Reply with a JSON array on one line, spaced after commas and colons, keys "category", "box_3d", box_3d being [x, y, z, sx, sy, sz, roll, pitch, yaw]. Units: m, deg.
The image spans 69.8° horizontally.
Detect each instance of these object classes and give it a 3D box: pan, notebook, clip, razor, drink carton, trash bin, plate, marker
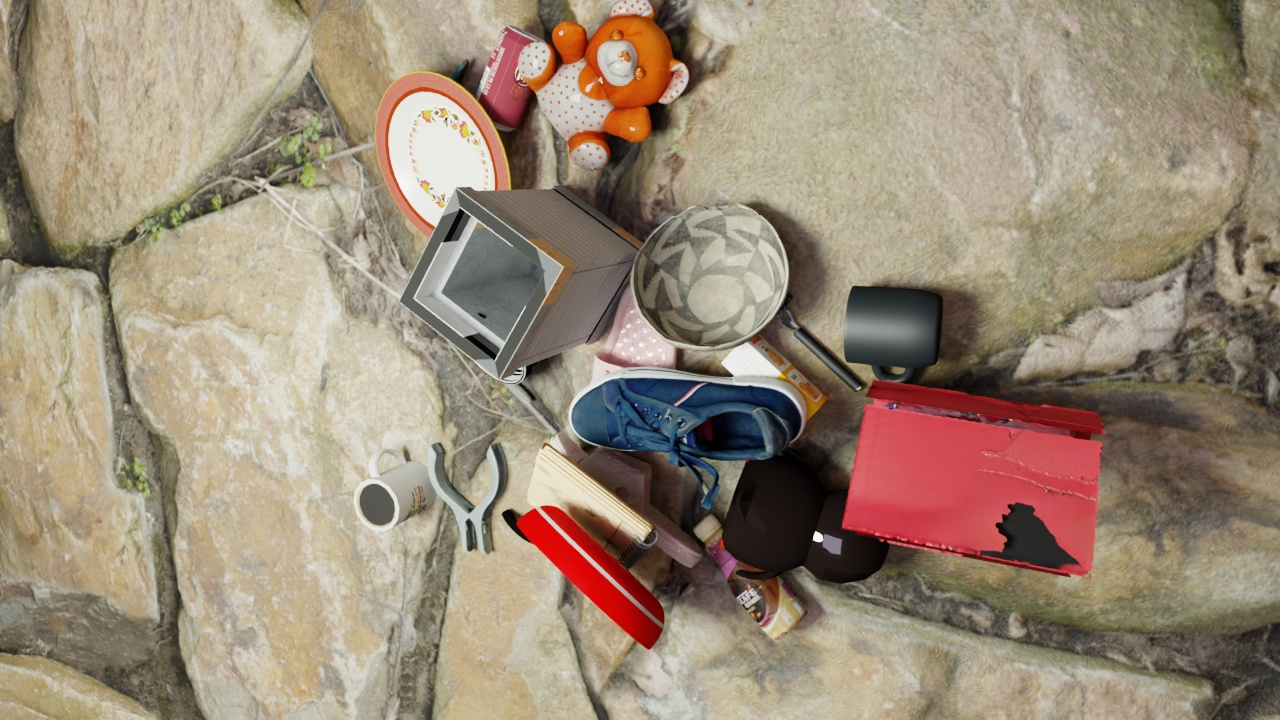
[{"category": "pan", "box_3d": [-0.090, 0.232, 1.119, 0.067, 0.356, 0.209, -47, 118, -10]}, {"category": "notebook", "box_3d": [-0.065, 0.187, 1.118, 0.167, 0.024, 0.226, 37, 157, 5]}, {"category": "clip", "box_3d": [-0.211, 0.180, 1.263, 0.159, 0.030, 0.174, -20, 93, 26]}, {"category": "razor", "box_3d": [0.201, -0.017, 1.060, 0.042, 0.022, 0.144, -43, 86, -16]}, {"category": "drink carton", "box_3d": [0.154, 0.021, 1.064, 0.122, 0.058, 0.040, 44, 113, 9]}, {"category": "trash bin", "box_3d": [-0.121, -0.099, 1.049, 0.142, 0.246, 0.143, 37, 111, 11]}, {"category": "plate", "box_3d": [-0.248, -0.251, 1.167, 0.230, 0.021, 0.230, 18, 125, 28]}, {"category": "marker", "box_3d": [-0.197, 0.011, 1.225, 0.138, 0.022, 0.016, 40, 107, 11]}]

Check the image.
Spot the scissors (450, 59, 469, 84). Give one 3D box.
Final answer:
[{"category": "scissors", "box_3d": [-0.242, -0.320, 1.178, 0.123, 0.019, 0.149, 10, 110, 16]}]

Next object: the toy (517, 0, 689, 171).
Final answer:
[{"category": "toy", "box_3d": [-0.040, -0.323, 1.055, 0.173, 0.092, 0.164, -30, 95, 22]}]

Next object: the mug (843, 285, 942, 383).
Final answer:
[{"category": "mug", "box_3d": [0.277, -0.022, 1.000, 0.095, 0.085, 0.122, 5, 131, 21]}]

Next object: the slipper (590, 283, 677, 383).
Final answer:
[{"category": "slipper", "box_3d": [-0.007, 0.007, 1.129, 0.107, 0.055, 0.222, 21, 107, 15]}]

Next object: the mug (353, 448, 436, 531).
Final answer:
[{"category": "mug", "box_3d": [-0.346, 0.174, 1.282, 0.074, 0.089, 0.105, -11, 96, 23]}]

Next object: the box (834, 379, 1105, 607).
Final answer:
[{"category": "box", "box_3d": [0.317, 0.084, 0.872, 0.211, 0.317, 0.121, 9, 112, 18]}]

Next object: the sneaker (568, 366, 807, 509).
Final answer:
[{"category": "sneaker", "box_3d": [0.032, 0.083, 1.039, 0.295, 0.127, 0.121, 0, 112, 30]}]

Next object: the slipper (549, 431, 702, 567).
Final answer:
[{"category": "slipper", "box_3d": [-0.010, 0.158, 1.136, 0.239, 0.094, 0.064, 39, 95, 6]}]

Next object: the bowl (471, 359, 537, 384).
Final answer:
[{"category": "bowl", "box_3d": [-0.172, -0.036, 1.175, 0.120, 0.066, 0.120, 28, 142, 24]}]

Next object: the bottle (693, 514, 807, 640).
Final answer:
[{"category": "bottle", "box_3d": [0.130, 0.260, 1.123, 0.166, 0.059, 0.060, 49, 114, 11]}]

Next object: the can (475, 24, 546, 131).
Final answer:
[{"category": "can", "box_3d": [-0.158, -0.342, 1.115, 0.063, 0.063, 0.114, 31, 110, 14]}]

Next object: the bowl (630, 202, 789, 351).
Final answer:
[{"category": "bowl", "box_3d": [0.084, -0.083, 1.049, 0.179, 0.081, 0.178, -5, 69, 14]}]

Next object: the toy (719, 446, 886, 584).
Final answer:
[{"category": "toy", "box_3d": [0.191, 0.187, 1.038, 0.184, 0.140, 0.159, 18, 81, 10]}]
